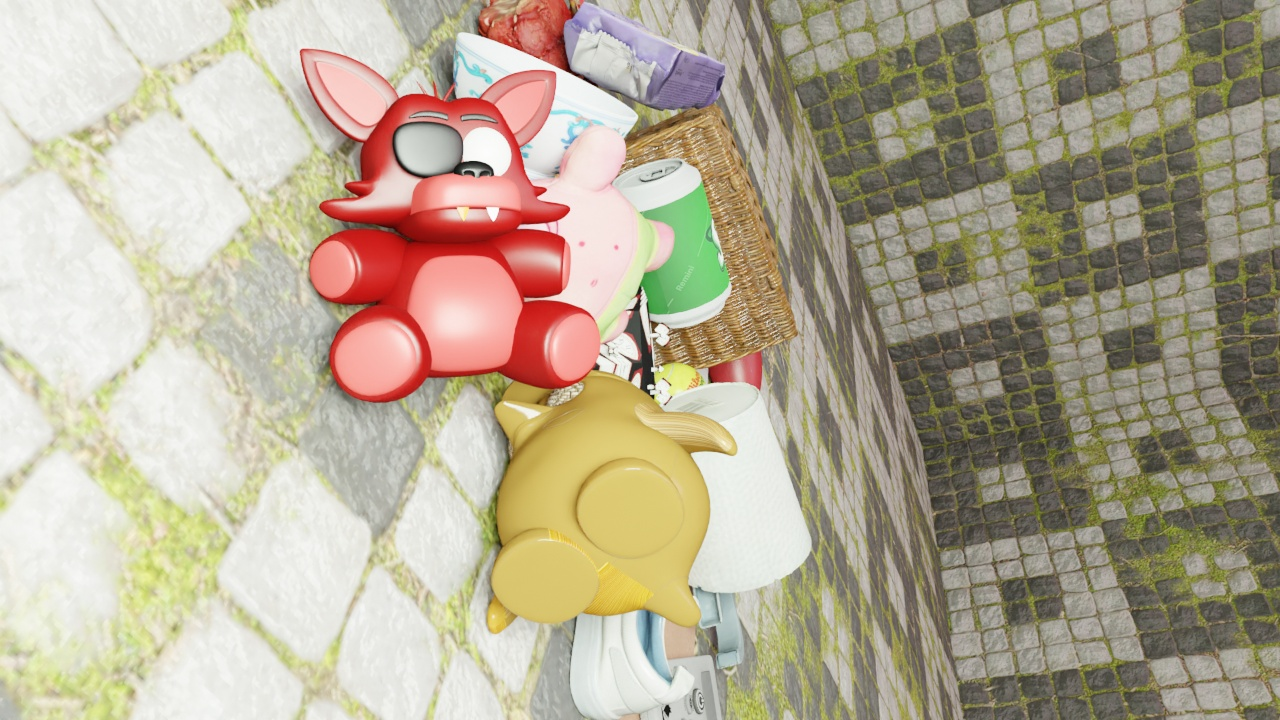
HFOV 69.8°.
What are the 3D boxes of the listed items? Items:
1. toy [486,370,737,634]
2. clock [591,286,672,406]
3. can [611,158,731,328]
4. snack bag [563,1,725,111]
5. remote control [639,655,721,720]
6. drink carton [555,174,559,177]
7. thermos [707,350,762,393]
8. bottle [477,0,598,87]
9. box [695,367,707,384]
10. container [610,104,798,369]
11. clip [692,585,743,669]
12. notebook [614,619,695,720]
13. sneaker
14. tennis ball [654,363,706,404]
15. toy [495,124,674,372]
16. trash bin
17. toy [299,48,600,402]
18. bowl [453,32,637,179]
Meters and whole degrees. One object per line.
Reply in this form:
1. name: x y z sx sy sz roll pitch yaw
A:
1. toy: -0.034 0.074 0.630 0.162 0.199 0.203 45 13 -24
2. clock: -0.005 0.005 0.821 0.155 0.065 0.114 77 10 -54
3. can: 0.027 -0.107 0.845 0.087 0.088 0.140 -68 144 -58
4. snack bag: 0.008 -0.259 0.807 0.058 0.096 0.205 -65 169 19
5. remote control: 0.038 0.295 0.790 0.151 0.019 0.074 30 48 -62
6. drink carton: -0.077 -0.122 0.787 0.058 0.043 0.134 -32 105 -66
7. thermos: 0.117 -0.006 1.158 0.073 0.073 0.239 22 56 -65
8. bottle: -0.084 -0.278 0.802 0.098 0.099 0.111 -82 149 -46
9. box: 0.049 0.052 1.011 0.209 0.033 0.064 -83 150 -44
10. container: 0.053 -0.142 0.981 0.182 0.162 0.250 -77 146 -60
11. clip: 0.085 0.255 0.925 0.166 0.028 0.127 -75 146 -71
12. notebook: 0.013 0.266 0.790 0.208 0.008 0.141 -82 150 -46
13. sneaker: 0.000 0.154 0.722 0.089 0.091 0.241 48 33 -48
14. tennis ball: 0.036 0.035 0.932 0.065 0.065 0.065 -15 90 -69
15. toy: -0.076 -0.083 0.652 0.236 0.097 0.192 24 96 -39
16. trash bin: 0.080 0.114 0.869 0.133 0.133 0.161 -56 133 -64
17. toy: -0.110 -0.078 0.534 0.158 0.121 0.197 -4 91 -25
18. bowl: -0.083 -0.181 0.695 0.144 0.074 0.143 23 20 -9
